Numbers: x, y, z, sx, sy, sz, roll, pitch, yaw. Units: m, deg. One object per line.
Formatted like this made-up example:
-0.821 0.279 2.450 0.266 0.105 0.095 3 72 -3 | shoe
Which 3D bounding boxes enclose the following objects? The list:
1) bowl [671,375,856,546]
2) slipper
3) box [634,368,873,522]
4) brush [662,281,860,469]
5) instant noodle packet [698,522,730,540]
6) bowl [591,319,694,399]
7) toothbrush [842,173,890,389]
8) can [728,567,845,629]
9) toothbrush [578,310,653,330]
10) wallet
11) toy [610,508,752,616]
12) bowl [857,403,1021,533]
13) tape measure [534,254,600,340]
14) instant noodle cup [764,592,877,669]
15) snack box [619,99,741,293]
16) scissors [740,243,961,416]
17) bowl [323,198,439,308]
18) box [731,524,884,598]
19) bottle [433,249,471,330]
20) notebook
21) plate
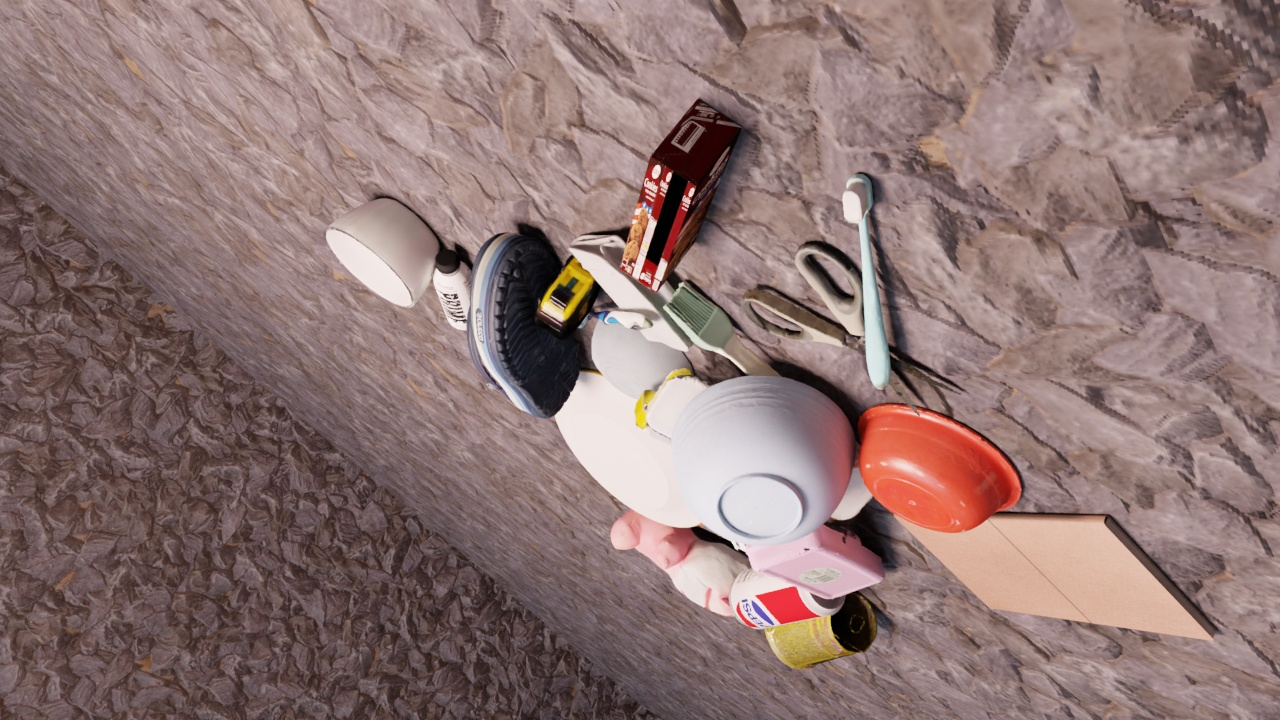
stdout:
0.094 0.093 0.724 0.150 0.074 0.151 5 125 7 | bowl
-0.124 -0.025 0.881 0.095 0.105 0.253 27 156 21 | slipper
0.102 0.066 0.799 0.210 0.080 0.084 28 -159 -11 | box
0.104 0.017 0.734 0.217 0.033 0.012 41 158 -14 | brush
0.065 0.163 1.073 0.221 0.032 0.160 19 154 36 | instant noodle packet
-0.005 0.005 0.854 0.106 0.039 0.106 30 157 14 | bowl
0.142 -0.040 0.568 0.016 0.016 0.181 11 144 28 | toothbrush
0.164 0.260 1.035 0.070 0.070 0.132 41 142 -12 | can
-0.028 -0.034 0.794 0.016 0.017 0.189 40 170 -19 | toothbrush
-0.003 -0.058 0.745 0.116 0.032 0.086 47 166 -30 | wallet
0.071 0.260 1.183 0.213 0.084 0.142 31 179 24 | toy
0.216 0.091 0.697 0.130 0.045 0.131 30 157 14 | bowl
-0.065 -0.052 0.800 0.038 0.062 0.067 34 159 6 | tape measure
0.215 0.310 1.078 0.102 0.102 0.108 40 149 -10 | instant noodle cup
0.022 -0.100 0.592 0.032 0.050 0.141 34 158 5 | snack box
0.139 -0.021 0.629 0.169 0.012 0.157 14 148 34 | scissors
-0.260 -0.116 0.950 0.116 0.065 0.116 31 157 14 | bowl
0.154 0.166 0.891 0.101 0.103 0.201 -28 148 20 | box
-0.193 -0.076 0.965 0.041 0.041 0.116 30 157 15 | bottle
0.323 0.168 0.742 0.141 0.008 0.210 43 157 -15 | notebook
-0.018 0.107 1.035 0.230 0.021 0.230 30 145 24 | plate
